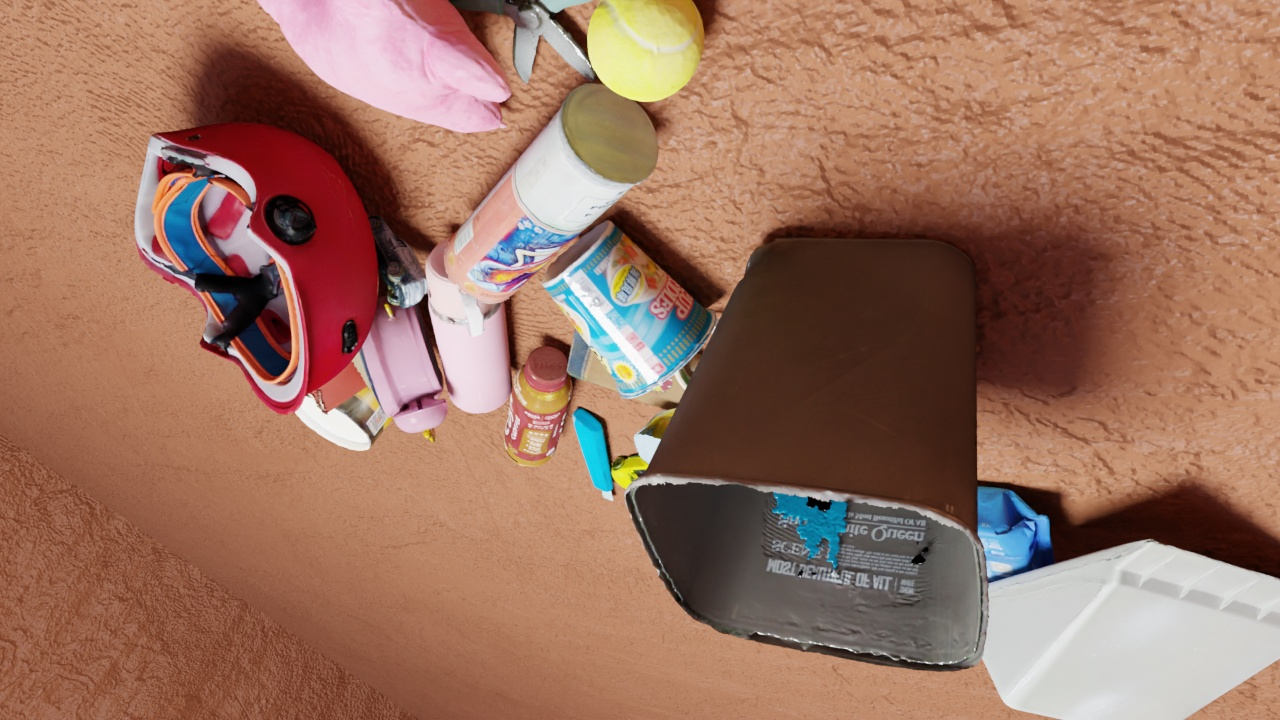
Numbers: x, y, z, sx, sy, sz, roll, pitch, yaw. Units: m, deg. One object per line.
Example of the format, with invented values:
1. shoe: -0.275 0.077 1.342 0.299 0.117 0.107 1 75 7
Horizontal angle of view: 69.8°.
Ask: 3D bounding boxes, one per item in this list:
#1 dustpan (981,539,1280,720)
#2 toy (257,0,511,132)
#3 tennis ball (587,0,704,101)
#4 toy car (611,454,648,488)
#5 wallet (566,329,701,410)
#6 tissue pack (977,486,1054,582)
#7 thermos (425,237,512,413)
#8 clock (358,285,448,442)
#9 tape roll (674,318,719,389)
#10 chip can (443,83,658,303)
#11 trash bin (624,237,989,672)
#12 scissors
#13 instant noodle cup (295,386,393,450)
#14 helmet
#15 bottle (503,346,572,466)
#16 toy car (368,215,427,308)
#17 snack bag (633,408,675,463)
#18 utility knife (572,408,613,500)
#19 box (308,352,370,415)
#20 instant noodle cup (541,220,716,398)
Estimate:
1. dustpan: 0.389 0.209 0.775 0.222 0.142 0.258 17 122 -16
2. toy: -0.159 -0.197 0.589 0.195 0.074 0.178 19 169 47
3. tennis ball: 0.003 -0.179 0.512 0.065 0.065 0.066 19 147 13
4. toy car: 0.008 0.123 0.962 0.048 0.032 0.105 43 146 -25
5. wallet: -0.005 0.005 0.808 0.115 0.033 0.090 20 146 4
6. tissue pack: 0.271 0.145 0.785 0.157 0.052 0.095 1 141 35
7. thermos: -0.150 -0.021 0.829 0.067 0.087 0.199 -14 150 -14
8. clock: -0.224 0.006 0.872 0.117 0.059 0.159 -126 21 -63
9. tape roll: 0.069 0.002 0.742 0.086 0.013 0.086 6 133 6
10. chip can: -0.073 -0.110 0.658 0.071 0.071 0.215 38 147 -16
11. trash bin: 0.126 0.051 0.592 0.199 0.219 0.199 4 140 23
12. scissors: -0.070 -0.239 0.525 0.170 0.019 0.180 41 144 -18
13. instant noodle cup: -0.293 0.022 0.961 0.118 0.114 0.119 18 147 12
14. helmet: -0.291 -0.087 0.753 0.240 0.143 0.208 54 139 4
15. bottle: -0.101 0.046 0.909 0.057 0.057 0.175 25 148 3
16. toy car: -0.217 -0.088 0.803 0.090 0.034 0.043 55 156 22
17. snack bag: 0.057 0.104 0.870 0.110 0.038 0.191 -14 147 0
18. utility knife: -0.047 0.111 0.997 0.034 0.018 0.179 29 152 24
19. box: -0.334 -0.032 0.876 0.168 0.077 0.091 49 163 21
20. instant noodle cup: -0.014 -0.043 0.696 0.110 0.099 0.099 47 143 -17
